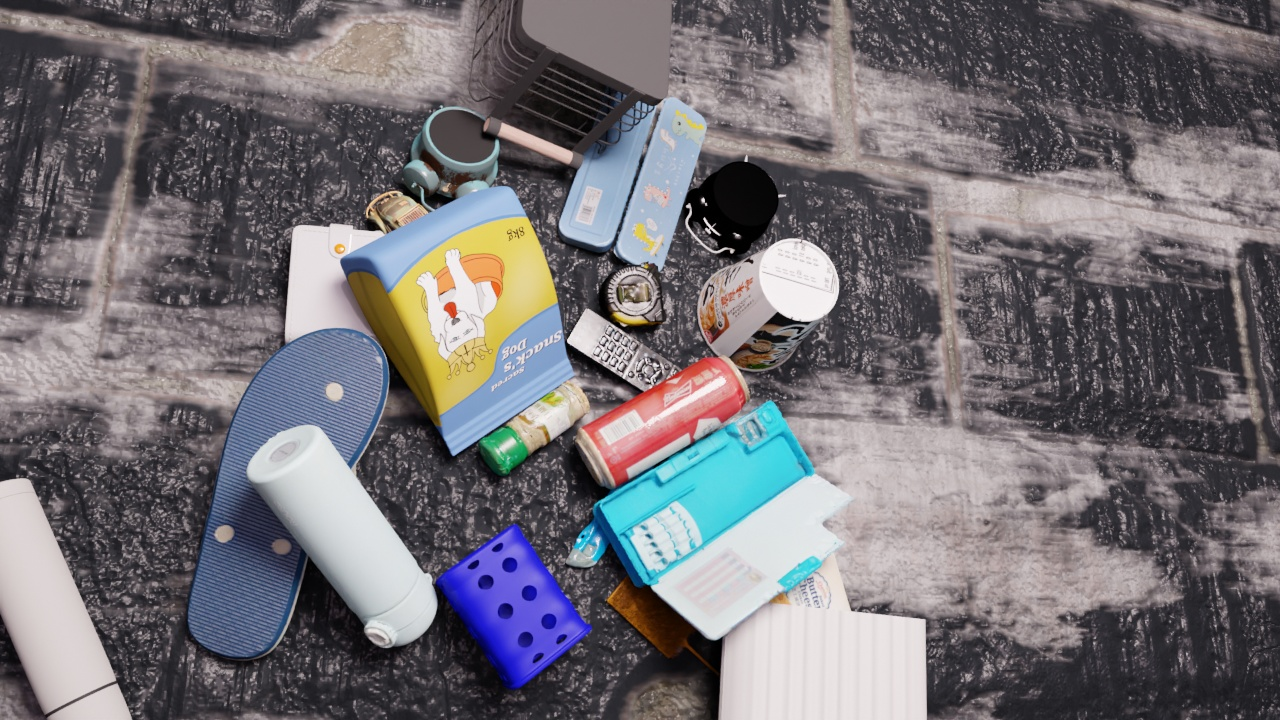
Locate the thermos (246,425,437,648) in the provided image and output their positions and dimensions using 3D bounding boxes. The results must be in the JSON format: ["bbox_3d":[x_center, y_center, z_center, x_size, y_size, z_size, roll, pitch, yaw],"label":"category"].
[{"bbox_3d":[-0.238,0.150,0.754,0.077,0.065,0.207,-74,146,-52],"label":"thermos"}]

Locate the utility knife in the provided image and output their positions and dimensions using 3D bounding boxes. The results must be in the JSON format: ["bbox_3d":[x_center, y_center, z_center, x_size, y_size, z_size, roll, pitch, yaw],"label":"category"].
[{"bbox_3d":[-0.018,0.131,0.906,0.031,0.015,0.174,35,66,-10],"label":"utility knife"}]

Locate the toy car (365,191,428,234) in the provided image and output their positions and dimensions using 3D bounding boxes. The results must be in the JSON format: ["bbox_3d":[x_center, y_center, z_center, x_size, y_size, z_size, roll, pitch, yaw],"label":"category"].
[{"bbox_3d":[-0.218,-0.123,0.895,0.112,0.047,0.047,48,66,-2],"label":"toy car"}]

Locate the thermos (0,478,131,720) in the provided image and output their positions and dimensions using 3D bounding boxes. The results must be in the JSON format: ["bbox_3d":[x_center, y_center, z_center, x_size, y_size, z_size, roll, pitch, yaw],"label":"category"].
[{"bbox_3d":[-0.467,0.204,0.723,0.052,0.052,0.224,-25,84,-22],"label":"thermos"}]

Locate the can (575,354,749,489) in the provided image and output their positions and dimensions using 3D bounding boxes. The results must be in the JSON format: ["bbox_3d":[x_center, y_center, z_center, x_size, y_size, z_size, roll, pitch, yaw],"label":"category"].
[{"bbox_3d":[0.022,0.058,0.894,0.170,0.067,0.067,-30,85,-11],"label":"can"}]

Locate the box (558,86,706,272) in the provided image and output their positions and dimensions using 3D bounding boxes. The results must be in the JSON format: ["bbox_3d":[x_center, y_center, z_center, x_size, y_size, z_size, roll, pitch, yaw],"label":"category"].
[{"bbox_3d":[-0.004,-0.203,0.994,0.127,0.034,0.208,21,71,-10],"label":"box"}]

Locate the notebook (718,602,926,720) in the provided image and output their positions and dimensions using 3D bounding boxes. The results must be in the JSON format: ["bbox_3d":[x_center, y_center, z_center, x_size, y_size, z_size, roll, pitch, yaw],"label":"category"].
[{"bbox_3d":[0.173,0.305,0.855,0.209,0.009,0.142,10,72,-15],"label":"notebook"}]

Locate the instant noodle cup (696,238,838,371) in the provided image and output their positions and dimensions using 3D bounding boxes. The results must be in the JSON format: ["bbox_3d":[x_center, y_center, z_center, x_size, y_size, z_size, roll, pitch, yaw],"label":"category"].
[{"bbox_3d":[0.138,-0.063,0.950,0.123,0.122,0.123,5,73,-16],"label":"instant noodle cup"}]

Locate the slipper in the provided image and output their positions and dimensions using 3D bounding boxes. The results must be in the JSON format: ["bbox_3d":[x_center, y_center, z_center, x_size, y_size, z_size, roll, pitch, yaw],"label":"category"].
[{"bbox_3d":[-0.308,0.110,0.799,0.118,0.060,0.294,19,83,-6],"label":"slipper"}]

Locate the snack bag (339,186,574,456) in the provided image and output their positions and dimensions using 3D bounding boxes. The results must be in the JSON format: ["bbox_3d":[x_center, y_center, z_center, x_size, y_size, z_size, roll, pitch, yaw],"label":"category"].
[{"bbox_3d":[-0.157,-0.037,0.856,0.158,0.102,0.205,-35,113,-30],"label":"snack bag"}]

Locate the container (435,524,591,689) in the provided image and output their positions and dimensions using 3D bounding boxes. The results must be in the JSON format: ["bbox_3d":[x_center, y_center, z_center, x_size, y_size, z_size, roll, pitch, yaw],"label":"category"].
[{"bbox_3d":[-0.116,0.217,0.812,0.084,0.085,0.113,-34,86,-24],"label":"container"}]

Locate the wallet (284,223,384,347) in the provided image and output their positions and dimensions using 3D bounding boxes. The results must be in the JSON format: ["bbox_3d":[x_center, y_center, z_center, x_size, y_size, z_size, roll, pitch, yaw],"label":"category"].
[{"bbox_3d":[-0.271,-0.069,0.870,0.115,0.038,0.118,3,77,-17],"label":"wallet"}]

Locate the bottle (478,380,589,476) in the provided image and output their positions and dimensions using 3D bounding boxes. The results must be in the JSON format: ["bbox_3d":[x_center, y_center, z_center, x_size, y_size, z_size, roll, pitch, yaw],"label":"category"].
[{"bbox_3d":[-0.100,0.065,0.882,0.110,0.043,0.043,-36,88,-23],"label":"bottle"}]

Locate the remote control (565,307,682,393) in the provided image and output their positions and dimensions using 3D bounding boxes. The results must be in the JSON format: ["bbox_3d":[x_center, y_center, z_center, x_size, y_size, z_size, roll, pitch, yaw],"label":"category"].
[{"bbox_3d":[-0.006,0.005,0.942,0.150,0.022,0.047,33,67,-8],"label":"remote control"}]

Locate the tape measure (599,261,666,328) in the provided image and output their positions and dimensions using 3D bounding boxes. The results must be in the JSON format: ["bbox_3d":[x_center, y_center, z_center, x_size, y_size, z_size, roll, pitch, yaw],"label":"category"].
[{"bbox_3d":[-0.009,-0.068,0.946,0.062,0.038,0.067,-6,89,-14],"label":"tape measure"}]

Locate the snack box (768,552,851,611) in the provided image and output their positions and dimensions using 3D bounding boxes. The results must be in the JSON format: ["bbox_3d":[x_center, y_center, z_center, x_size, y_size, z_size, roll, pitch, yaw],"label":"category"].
[{"bbox_3d":[0.158,0.291,0.892,0.104,0.058,0.207,-11,79,-20],"label":"snack box"}]

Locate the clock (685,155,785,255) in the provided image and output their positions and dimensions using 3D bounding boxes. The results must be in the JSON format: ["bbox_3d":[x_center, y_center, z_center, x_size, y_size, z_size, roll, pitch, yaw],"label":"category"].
[{"bbox_3d":[0.101,-0.167,1.010,0.091,0.043,0.120,46,67,-1],"label":"clock"}]

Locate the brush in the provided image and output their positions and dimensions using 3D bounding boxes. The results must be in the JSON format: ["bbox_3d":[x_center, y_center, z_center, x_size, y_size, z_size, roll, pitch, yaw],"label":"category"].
[{"bbox_3d":[0.028,0.257,0.882,0.126,0.017,0.048,43,67,-2],"label":"brush"}]

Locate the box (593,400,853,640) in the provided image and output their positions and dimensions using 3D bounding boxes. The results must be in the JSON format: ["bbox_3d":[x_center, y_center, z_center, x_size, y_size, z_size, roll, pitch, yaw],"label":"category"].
[{"bbox_3d":[0.092,0.155,0.893,0.226,0.072,0.182,-28,62,-28],"label":"box"}]

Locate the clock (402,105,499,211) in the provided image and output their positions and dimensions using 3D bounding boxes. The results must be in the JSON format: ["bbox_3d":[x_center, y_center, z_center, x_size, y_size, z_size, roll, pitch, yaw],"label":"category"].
[{"bbox_3d":[-0.187,-0.198,0.920,0.090,0.053,0.124,15,59,-15],"label":"clock"}]

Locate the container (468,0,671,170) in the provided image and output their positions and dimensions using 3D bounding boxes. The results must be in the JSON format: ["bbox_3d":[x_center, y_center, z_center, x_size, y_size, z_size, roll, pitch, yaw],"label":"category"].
[{"bbox_3d":[-0.072,-0.340,0.931,0.162,0.131,0.241,17,63,-30],"label":"container"}]
